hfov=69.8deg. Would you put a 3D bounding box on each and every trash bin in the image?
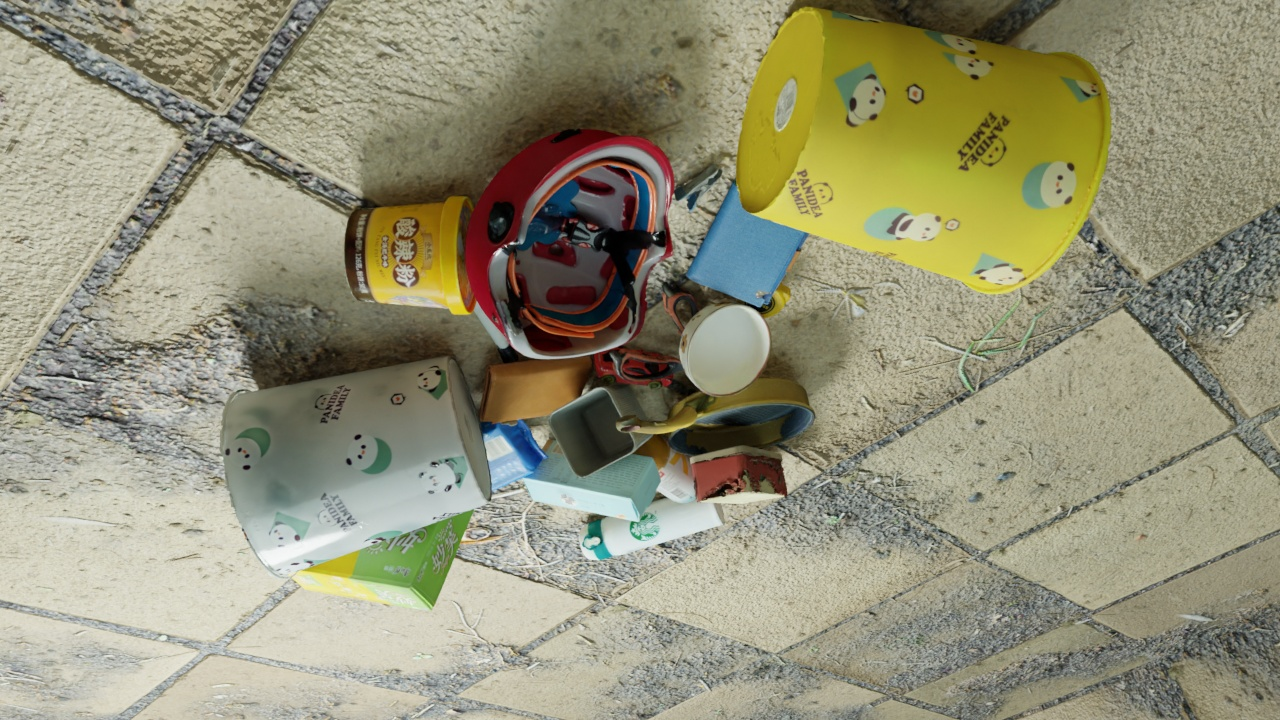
[{"bbox_3d":[-0.321,0.114,1.086,0.252,0.229,0.230,-15,140,-4],"label":"trash bin"},{"bbox_3d":[0.239,-0.197,0.839,0.255,0.229,0.230,11,136,-14],"label":"trash bin"}]

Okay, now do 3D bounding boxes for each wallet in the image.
[{"bbox_3d":[-0.133,0.037,1.154,0.131,0.031,0.108,-7,143,-24],"label":"wallet"},{"bbox_3d":[0.124,-0.128,1.012,0.106,0.040,0.133,19,130,-10],"label":"wallet"}]

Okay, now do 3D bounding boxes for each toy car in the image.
[{"bbox_3d":[-0.007,0.007,1.147,0.106,0.049,0.031,10,138,-20],"label":"toy car"}]

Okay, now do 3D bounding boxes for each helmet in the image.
[{"bbox_3d":[-0.080,-0.128,0.900,0.206,0.144,0.240,-5,124,-43],"label":"helmet"}]

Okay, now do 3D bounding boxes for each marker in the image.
[{"bbox_3d":[-0.175,-0.038,1.081,0.018,0.022,0.131,8,147,24],"label":"marker"}]

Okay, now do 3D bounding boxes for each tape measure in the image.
[{"bbox_3d":[0.143,-0.079,1.092,0.060,0.028,0.057,25,134,-13],"label":"tape measure"}]

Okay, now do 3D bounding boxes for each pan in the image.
[{"bbox_3d":[0.085,0.077,1.159,0.198,0.078,0.357,-26,152,32],"label":"pan"}]

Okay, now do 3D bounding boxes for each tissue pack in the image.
[{"bbox_3d":[-0.211,0.127,1.230,0.157,0.052,0.095,-25,116,14],"label":"tissue pack"}]

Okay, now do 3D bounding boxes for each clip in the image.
[{"bbox_3d":[0.062,-0.183,0.958,0.058,0.027,0.045,-35,126,27],"label":"clip"}]

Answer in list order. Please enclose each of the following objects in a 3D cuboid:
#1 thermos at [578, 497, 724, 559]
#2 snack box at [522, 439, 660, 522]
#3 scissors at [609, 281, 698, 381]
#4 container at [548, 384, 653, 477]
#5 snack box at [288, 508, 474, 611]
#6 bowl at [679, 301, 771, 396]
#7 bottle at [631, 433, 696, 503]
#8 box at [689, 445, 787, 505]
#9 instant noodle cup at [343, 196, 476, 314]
[{"bbox_3d":[0.014,0.255,1.427,0.224,0.073,0.073,-19,139,11],"label":"thermos"},{"bbox_3d":[-0.066,0.160,1.231,0.175,0.074,0.052,6,134,28],"label":"snack box"},{"bbox_3d":[0.056,-0.011,1.128,0.188,0.015,0.227,-32,130,-15],"label":"scissors"},{"bbox_3d":[-0.044,0.083,1.159,0.090,0.090,0.114,-29,176,15],"label":"container"},{"bbox_3d":[-0.344,0.229,1.206,0.210,0.157,0.070,3,143,22],"label":"snack box"},{"bbox_3d":[0.092,-0.019,1.090,0.113,0.062,0.113,-9,111,-25],"label":"bowl"},{"bbox_3d":[0.017,0.138,1.289,0.068,0.068,0.189,-32,132,24],"label":"bottle"},{"bbox_3d":[0.145,0.173,1.297,0.091,0.080,0.168,-16,164,25],"label":"box"},{"bbox_3d":[-0.228,-0.106,0.925,0.114,0.118,0.119,1,139,1],"label":"instant noodle cup"}]
